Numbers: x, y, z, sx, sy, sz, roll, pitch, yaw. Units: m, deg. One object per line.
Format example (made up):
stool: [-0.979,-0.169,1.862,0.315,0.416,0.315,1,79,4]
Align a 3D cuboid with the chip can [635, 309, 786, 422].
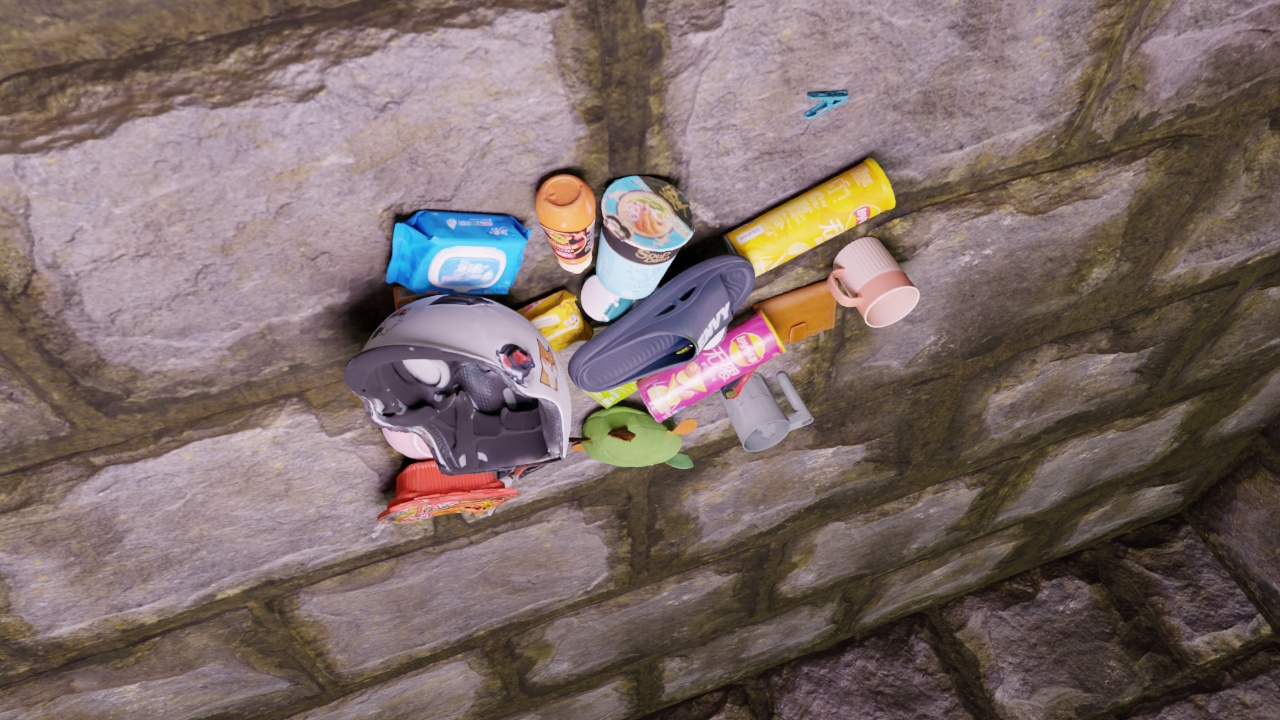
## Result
chip can: [0.099,0.009,1.315,0.211,0.071,0.071,-30,146,6]

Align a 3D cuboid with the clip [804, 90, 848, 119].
clip: [0.217,-0.301,1.066,0.054,0.013,0.033,-16,146,-9]

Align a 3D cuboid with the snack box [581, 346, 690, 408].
snack box: [-0.008,0.008,1.334,0.156,0.026,0.086,-33,145,11]

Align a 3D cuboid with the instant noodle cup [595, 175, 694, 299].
instant noodle cup: [-0.005,-0.137,1.081,0.111,0.111,0.121,-9,152,-21]

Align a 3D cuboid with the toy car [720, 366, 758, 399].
toy car: [0.154,0.015,1.421,0.031,0.049,0.107,-2,140,-31]

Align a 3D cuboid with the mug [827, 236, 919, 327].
mug: [0.319,-0.110,1.302,0.114,0.105,0.082,-10,143,-20]

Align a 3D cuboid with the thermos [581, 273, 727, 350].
thermos: [0.018,-0.066,1.212,0.224,0.073,0.073,13,131,-44]

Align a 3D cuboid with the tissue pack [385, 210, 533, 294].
tissue pack: [-0.202,-0.116,1.025,0.157,0.052,0.095,-1,140,-30]

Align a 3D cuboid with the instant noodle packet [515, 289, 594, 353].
instant noodle packet: [-0.130,-0.039,1.181,0.128,0.044,0.111,-23,153,4]

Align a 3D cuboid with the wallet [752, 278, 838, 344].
wallet: [0.232,-0.064,1.383,0.130,0.035,0.119,-20,140,-6]

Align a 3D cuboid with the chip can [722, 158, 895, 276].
chip can: [0.215,-0.179,1.177,0.213,0.072,0.072,-27,146,4]

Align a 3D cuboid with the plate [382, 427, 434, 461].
plate: [-0.259,0.086,1.275,0.192,0.039,0.193,-16,145,-12]

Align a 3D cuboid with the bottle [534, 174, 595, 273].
bottle: [-0.081,-0.148,1.055,0.066,0.066,0.150,-19,152,-7]

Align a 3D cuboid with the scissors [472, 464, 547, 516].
scissors: [-0.200,0.185,1.465,0.206,0.015,0.202,-22,146,-4]

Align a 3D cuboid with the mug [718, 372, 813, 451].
mug: [0.201,0.076,1.485,0.124,0.103,0.084,-19,145,-10]

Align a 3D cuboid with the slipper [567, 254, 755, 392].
slipper: [0.039,-0.026,1.143,0.268,0.083,0.111,-32,146,2]

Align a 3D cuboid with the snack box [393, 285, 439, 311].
snack box: [-0.257,-0.037,1.122,0.075,0.026,0.154,-12,144,-18]

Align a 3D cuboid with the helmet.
helmet: [-0.192,0.013,1.058,0.231,0.156,0.274,-15,136,32]

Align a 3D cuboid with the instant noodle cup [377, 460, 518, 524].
instant noodle cup: [-0.282,0.189,1.331,0.188,0.079,0.165,-3,166,-27]

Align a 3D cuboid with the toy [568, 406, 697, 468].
toy: [-0.016,0.119,1.414,0.227,0.090,0.246,-10,165,31]
